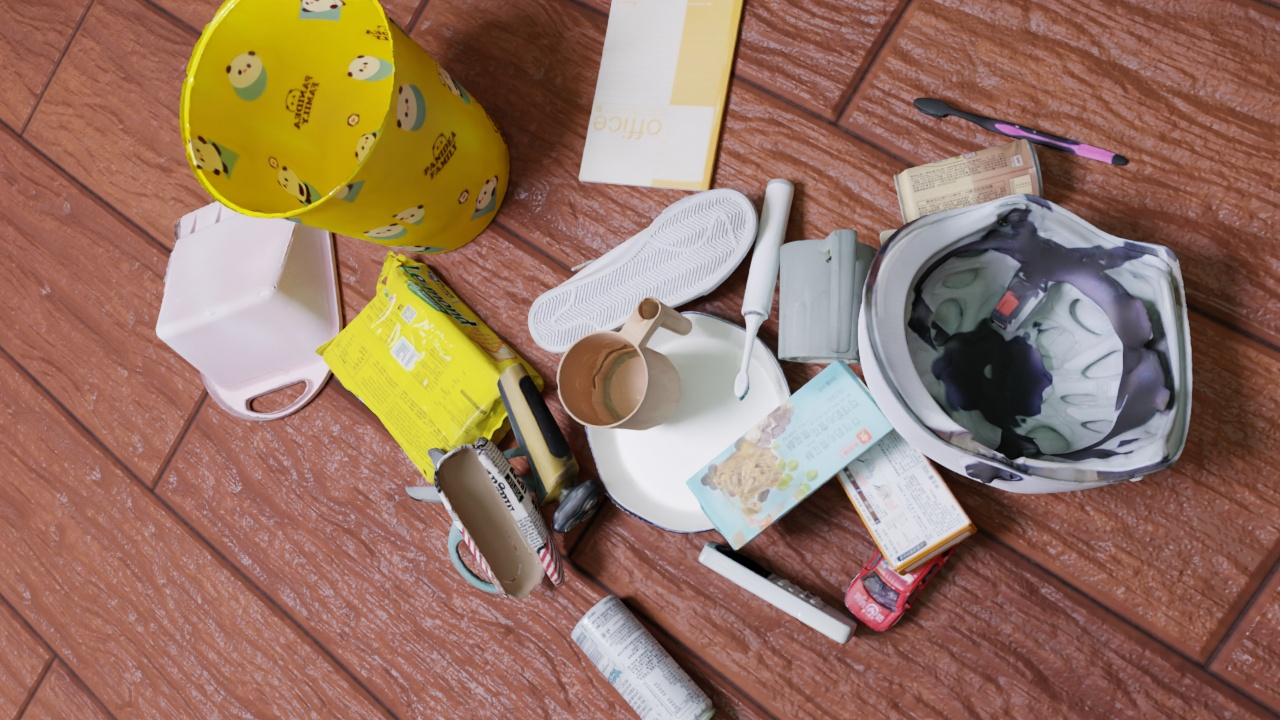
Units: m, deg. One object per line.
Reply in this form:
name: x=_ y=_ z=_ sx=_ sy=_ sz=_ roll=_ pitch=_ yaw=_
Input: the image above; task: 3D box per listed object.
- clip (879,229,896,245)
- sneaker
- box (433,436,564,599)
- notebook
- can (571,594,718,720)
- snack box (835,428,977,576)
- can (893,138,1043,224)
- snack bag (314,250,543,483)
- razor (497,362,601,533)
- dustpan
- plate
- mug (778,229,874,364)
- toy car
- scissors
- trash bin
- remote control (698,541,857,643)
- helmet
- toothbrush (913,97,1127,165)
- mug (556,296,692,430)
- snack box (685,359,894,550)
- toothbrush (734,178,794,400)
clip: x=0.231 y=-0.067 z=0.821 sx=0.034 sy=0.066 sz=0.099 roll=-5 pitch=93 yaw=19
sneaker: x=0.006 y=-0.082 z=0.889 sx=0.242 sy=0.090 sz=0.089 roll=-30 pitch=90 yaw=8
box: x=-0.121 y=0.148 z=0.870 sx=0.088 sy=0.076 sz=0.163 roll=-18 pitch=104 yaw=46
notebook: x=0.020 y=-0.279 z=0.944 sx=0.146 sy=0.010 sz=0.206 roll=10 pitch=87 yaw=21
can: x=0.002 y=0.291 z=0.856 sx=0.147 sy=0.058 sz=0.058 roll=44 pitch=99 yaw=19
snack box: x=0.214 y=0.101 z=0.791 sx=0.075 sy=0.026 sz=0.153 roll=-36 pitch=52 yaw=14
can: x=0.286 y=-0.152 z=0.806 sx=0.116 sy=0.058 sz=0.058 roll=-12 pitch=79 yaw=18
snack bag: x=-0.228 y=0.010 z=0.969 sx=0.246 sy=0.068 sz=0.158 roll=42 pitch=98 yaw=20
razor: x=-0.090 y=0.081 z=0.883 sx=0.068 sy=0.062 sz=0.167 roll=-26 pitch=89 yaw=37
dustpan: x=-0.450 y=-0.075 z=1.092 sx=0.223 sy=0.139 sz=0.272 roll=-15 pitch=50 yaw=19
plate: x=0.049 y=0.059 z=0.875 sx=0.205 sy=0.045 sz=0.204 roll=-2 pitch=83 yaw=21
mug: x=0.165 y=-0.052 z=0.806 sx=0.083 sy=0.124 sz=0.103 roll=3 pitch=87 yaw=1
toy car: x=0.226 y=0.180 z=0.796 sx=0.053 sy=0.045 sz=0.120 roll=38 pitch=99 yaw=21
scissors: x=-0.136 y=0.142 z=0.920 sx=0.181 sy=0.019 sz=0.170 roll=-31 pitch=99 yaw=0
trash bin: x=-0.270 y=-0.221 z=0.911 sx=0.230 sy=0.255 sz=0.229 roll=-2 pitch=83 yaw=19
remote control: x=0.123 y=0.205 z=0.823 sx=0.150 sy=0.058 sz=0.021 roll=27 pitch=90 yaw=20
helmet: x=0.286 y=-0.001 z=0.729 sx=0.258 sy=0.146 sz=0.228 roll=8 pitch=70 yaw=0
toothbrush: x=0.336 y=-0.204 z=0.821 sx=0.189 sy=0.017 sz=0.014 roll=22 pitch=92 yaw=17
mug: x=-0.005 y=0.005 z=0.821 sx=0.084 sy=0.103 sz=0.125 roll=36 pitch=96 yaw=20
snack box: x=0.129 y=0.082 z=0.791 sx=0.175 sy=0.051 sz=0.074 roll=-41 pitch=75 yaw=10
toothbrush: x=0.111 y=-0.068 z=0.844 sx=0.027 sy=0.026 sz=0.220 roll=4 pitch=68 yaw=23
